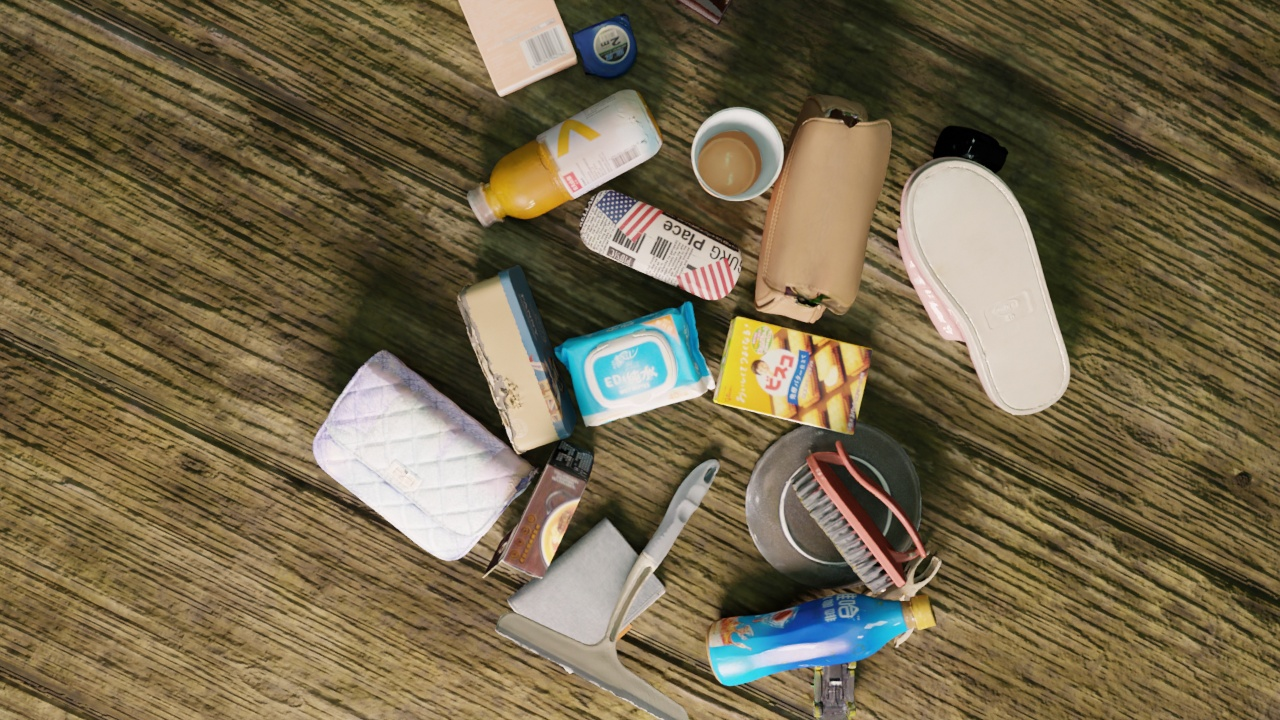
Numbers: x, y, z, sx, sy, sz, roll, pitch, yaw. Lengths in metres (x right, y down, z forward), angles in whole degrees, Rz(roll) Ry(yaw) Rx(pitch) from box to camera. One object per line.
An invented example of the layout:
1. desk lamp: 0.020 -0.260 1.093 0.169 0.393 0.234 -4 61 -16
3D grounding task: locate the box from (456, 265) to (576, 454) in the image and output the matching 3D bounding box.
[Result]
1. box: -0.118 -0.007 0.878 0.060 0.089 0.184 -17 101 4

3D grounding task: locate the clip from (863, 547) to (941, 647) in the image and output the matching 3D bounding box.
1. clip: 0.271 0.247 0.931 0.103 0.035 0.092 -29 91 -4

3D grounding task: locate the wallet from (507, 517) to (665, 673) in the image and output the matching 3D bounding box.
1. wallet: -0.052 0.239 0.931 0.129 0.037 0.106 -39 96 -7

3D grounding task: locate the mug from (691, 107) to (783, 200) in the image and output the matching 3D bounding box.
1. mug: 0.082 -0.181 0.837 0.078 0.122 0.078 0 96 0

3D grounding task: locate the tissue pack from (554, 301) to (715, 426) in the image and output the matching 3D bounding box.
1. tissue pack: -0.005 0.005 0.890 0.140 0.063 0.090 -17 96 3

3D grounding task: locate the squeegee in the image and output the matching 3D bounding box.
1. squeegee: 0.009 0.203 0.905 0.246 0.039 0.246 37 74 -26

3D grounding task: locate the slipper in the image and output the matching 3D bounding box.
1. slipper: 0.329 -0.070 0.879 0.114 0.054 0.274 -30 106 7

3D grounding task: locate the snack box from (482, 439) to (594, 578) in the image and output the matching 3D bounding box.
1. snack box: -0.094 0.147 0.884 0.053 0.113 0.126 25 97 -2

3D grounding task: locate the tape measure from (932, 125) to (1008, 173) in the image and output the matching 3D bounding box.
1. tape measure: 0.306 -0.194 0.864 0.057 0.058 0.039 17 99 -24

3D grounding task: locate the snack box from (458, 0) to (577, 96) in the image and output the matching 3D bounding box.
1. snack box: -0.128 -0.341 0.870 0.084 0.026 0.157 -22 96 4

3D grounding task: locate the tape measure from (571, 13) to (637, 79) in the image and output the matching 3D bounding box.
1. tape measure: -0.031 -0.296 0.874 0.058 0.025 0.054 -19 98 7

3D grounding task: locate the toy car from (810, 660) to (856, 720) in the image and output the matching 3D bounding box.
1. toy car: 0.197 0.325 0.938 0.043 0.036 0.091 -1 96 0

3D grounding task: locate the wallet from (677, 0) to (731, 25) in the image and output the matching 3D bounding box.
1. wallet: 0.046 -0.390 0.866 0.122 0.020 0.096 30 96 -5

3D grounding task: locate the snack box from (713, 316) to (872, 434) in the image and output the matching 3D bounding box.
1. snack box: 0.148 0.015 0.898 0.140 0.034 0.087 14 88 0

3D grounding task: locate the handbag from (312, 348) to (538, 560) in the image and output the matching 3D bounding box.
1. handbag: -0.211 0.097 0.890 0.194 0.075 0.134 37 109 -2

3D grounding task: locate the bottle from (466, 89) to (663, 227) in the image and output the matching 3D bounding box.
1. bottle: -0.073 -0.186 0.866 0.189 0.068 0.068 -28 95 4

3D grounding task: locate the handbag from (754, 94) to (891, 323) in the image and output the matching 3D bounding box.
1. handbag: 0.166 -0.133 0.828 0.100 0.147 0.204 11 101 1

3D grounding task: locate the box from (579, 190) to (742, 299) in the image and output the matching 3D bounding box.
1. box: 0.021 -0.112 0.891 0.164 0.057 0.071 25 79 -3

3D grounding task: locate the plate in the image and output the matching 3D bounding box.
1. plate: 0.196 0.148 0.924 0.179 0.024 0.179 0 97 1

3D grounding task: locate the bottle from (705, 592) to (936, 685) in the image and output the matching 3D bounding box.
1. bottle: 0.175 0.266 0.893 0.219 0.065 0.065 -17 96 18

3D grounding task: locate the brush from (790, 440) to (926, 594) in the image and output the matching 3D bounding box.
1. brush: 0.209 0.146 0.880 0.069 0.063 0.146 -37 94 15
